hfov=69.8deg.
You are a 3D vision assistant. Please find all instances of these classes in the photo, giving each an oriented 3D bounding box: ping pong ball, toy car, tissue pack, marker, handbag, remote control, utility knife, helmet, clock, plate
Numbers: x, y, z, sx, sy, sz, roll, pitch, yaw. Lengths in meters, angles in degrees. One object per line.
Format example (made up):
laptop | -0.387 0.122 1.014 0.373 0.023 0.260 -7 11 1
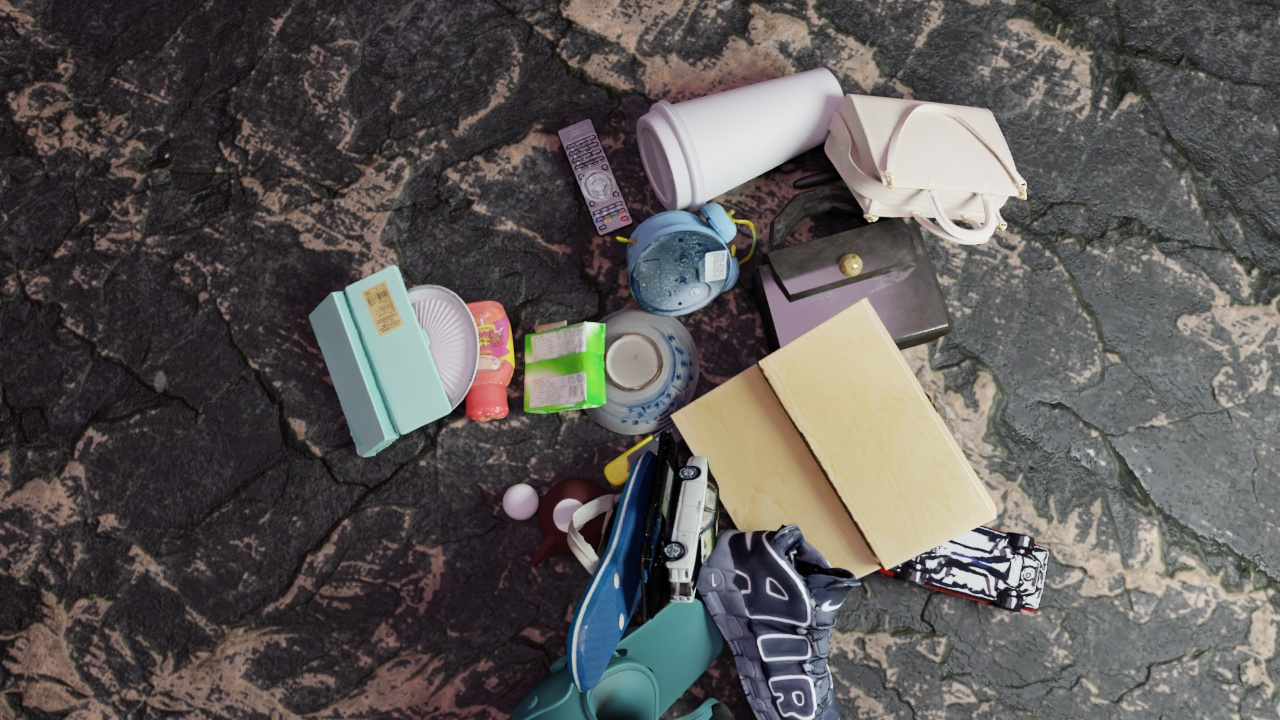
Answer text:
ping pong ball | -0.133 0.158 1.023 0.040 0.040 0.040 0 79 2
toy car | 0.344 0.212 0.986 0.189 0.056 0.081 15 82 0
tissue pack | -0.087 0.008 1.028 0.114 0.034 0.099 -9 77 40
marker | 0.245 -0.226 1.091 0.134 0.015 0.018 -14 51 0
handbag | 0.226 -0.100 1.023 0.197 0.102 0.199 -16 79 -1
remote control | -0.054 -0.219 1.100 0.045 0.021 0.140 -22 84 -1
utility knife | 0.034 0.086 1.041 0.172 0.020 0.029 -34 82 -5
handbag | 0.314 -0.194 0.987 0.194 0.101 0.197 1 49 -14
helmet | -0.021 0.372 0.903 0.275 0.176 0.200 -37 39 3
clock | 0.056 -0.114 1.029 0.162 0.118 0.060 -12 44 -7
plate | -0.244 -0.008 1.044 0.157 0.014 0.157 -2 85 27
toy car | 0.044 0.164 0.934 0.071 0.094 0.191 2 35 10

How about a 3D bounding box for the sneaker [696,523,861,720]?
sneaker | 0.169 0.271 0.925 0.151 0.097 0.252 -33 80 34

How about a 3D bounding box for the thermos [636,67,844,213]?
thermos | 0.118 -0.260 1.054 0.221 0.132 0.131 -22 79 -10

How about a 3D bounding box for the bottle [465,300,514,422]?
bottle | -0.181 0.002 1.049 0.071 0.048 0.134 -8 80 4

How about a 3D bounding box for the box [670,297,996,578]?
box | 0.192 0.103 0.955 0.254 0.068 0.247 -34 83 30

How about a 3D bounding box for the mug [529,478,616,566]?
mug | -0.081 0.179 0.992 0.087 0.088 0.114 41 84 9

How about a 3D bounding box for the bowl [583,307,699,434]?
bowl | -0.006 0.006 1.037 0.151 0.057 0.150 0 79 2

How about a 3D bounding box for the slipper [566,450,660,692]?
slipper | -0.034 0.203 0.920 0.060 0.294 0.118 -2 118 18

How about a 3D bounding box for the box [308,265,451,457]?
box | -0.300 0.001 1.038 0.139 0.052 0.187 -30 78 26
